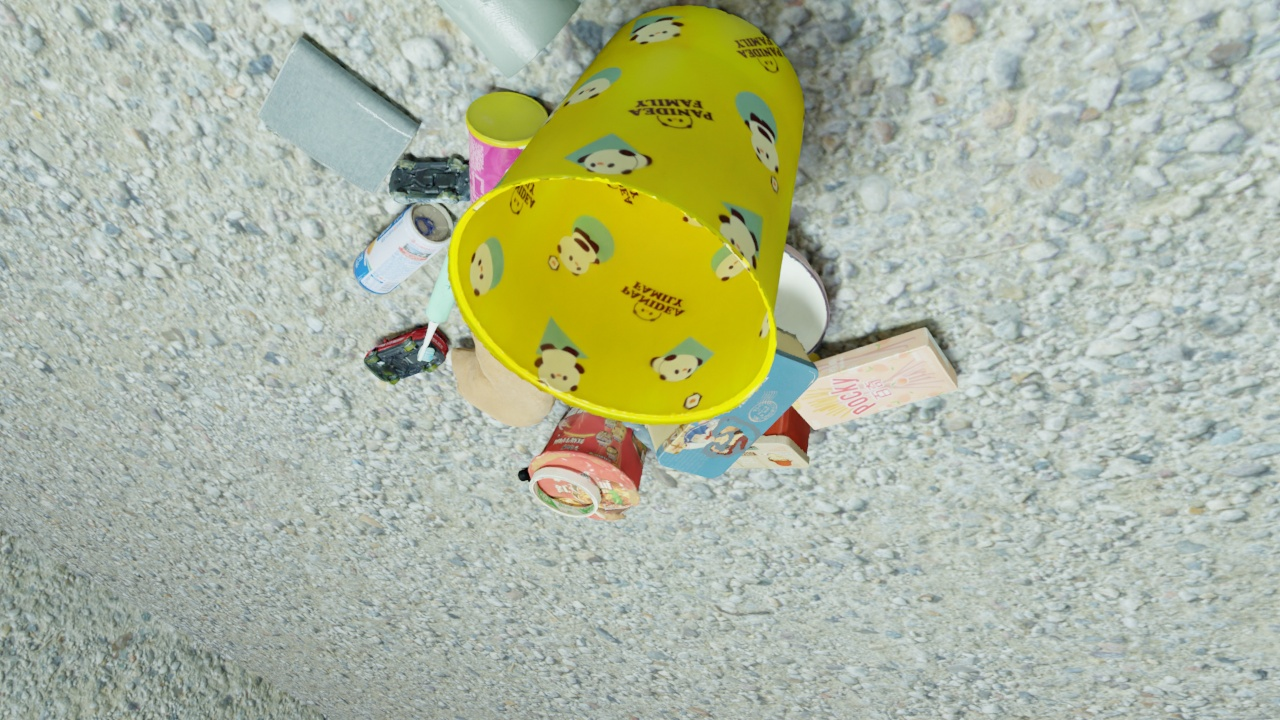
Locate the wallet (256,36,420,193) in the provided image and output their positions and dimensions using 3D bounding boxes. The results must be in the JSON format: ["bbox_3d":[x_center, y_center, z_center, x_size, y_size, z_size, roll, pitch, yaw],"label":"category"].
[{"bbox_3d":[-0.289,-0.229,0.877,0.129,0.036,0.107,35,129,-19],"label":"wallet"}]

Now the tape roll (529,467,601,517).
[{"bbox_3d":[-0.090,0.157,1.087,0.086,0.013,0.086,13,141,11],"label":"tape roll"}]

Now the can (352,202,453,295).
[{"bbox_3d":[-0.254,-0.119,0.977,0.053,0.053,0.135,39,138,-22],"label":"can"}]

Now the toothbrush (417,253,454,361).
[{"bbox_3d":[-0.217,-0.070,1.014,0.027,0.026,0.225,12,136,-21],"label":"toothbrush"}]

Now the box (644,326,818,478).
[{"bbox_3d":[0.088,0.034,0.884,0.089,0.059,0.185,16,129,-33],"label":"box"}]

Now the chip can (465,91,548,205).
[{"bbox_3d":[-0.127,-0.147,0.873,0.071,0.071,0.211,17,142,5],"label":"chip can"}]

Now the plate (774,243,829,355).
[{"bbox_3d":[0.091,-0.065,0.897,0.192,0.038,0.193,13,141,10],"label":"plate"}]

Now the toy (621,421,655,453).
[{"bbox_3d":[-0.040,-0.038,0.927,0.138,0.091,0.357,19,139,45],"label":"toy"}]

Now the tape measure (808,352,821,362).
[{"bbox_3d":[0.164,0.010,0.961,0.060,0.028,0.057,21,141,-22],"label":"tape measure"}]

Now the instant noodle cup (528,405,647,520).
[{"bbox_3d":[-0.055,0.111,1.116,0.138,0.108,0.138,12,142,10],"label":"instant noodle cup"}]

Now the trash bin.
[{"bbox_3d":[0.013,-0.120,0.691,0.230,0.254,0.230,13,141,11],"label":"trash bin"}]

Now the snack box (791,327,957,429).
[{"bbox_3d":[0.227,0.021,0.920,0.158,0.026,0.084,-20,137,29],"label":"snack box"}]

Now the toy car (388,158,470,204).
[{"bbox_3d":[-0.204,-0.173,0.901,0.091,0.043,0.034,2,172,15],"label":"toy car"}]

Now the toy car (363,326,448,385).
[{"bbox_3d":[-0.288,-0.007,1.132,0.121,0.045,0.053,-17,128,31],"label":"toy car"}]

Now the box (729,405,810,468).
[{"bbox_3d":[0.103,0.073,1.031,0.169,0.076,0.091,-3,155,30],"label":"box"}]

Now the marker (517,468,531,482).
[{"bbox_3d":[-0.120,0.149,1.264,0.132,0.020,0.022,-19,125,40],"label":"marker"}]

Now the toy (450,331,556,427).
[{"bbox_3d":[-0.165,0.026,1.094,0.143,0.082,0.227,47,142,5],"label":"toy"}]

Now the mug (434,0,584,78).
[{"bbox_3d":[-0.095,-0.293,0.689,0.124,0.083,0.103,-40,114,19],"label":"mug"}]
